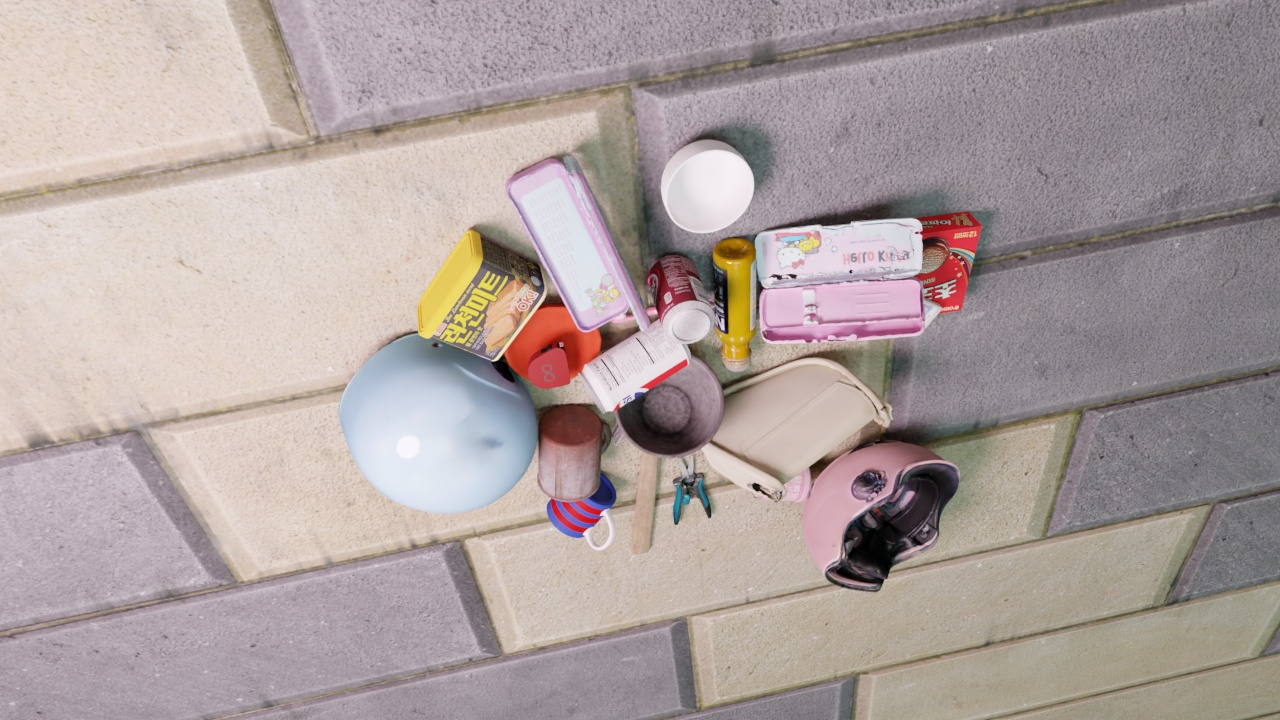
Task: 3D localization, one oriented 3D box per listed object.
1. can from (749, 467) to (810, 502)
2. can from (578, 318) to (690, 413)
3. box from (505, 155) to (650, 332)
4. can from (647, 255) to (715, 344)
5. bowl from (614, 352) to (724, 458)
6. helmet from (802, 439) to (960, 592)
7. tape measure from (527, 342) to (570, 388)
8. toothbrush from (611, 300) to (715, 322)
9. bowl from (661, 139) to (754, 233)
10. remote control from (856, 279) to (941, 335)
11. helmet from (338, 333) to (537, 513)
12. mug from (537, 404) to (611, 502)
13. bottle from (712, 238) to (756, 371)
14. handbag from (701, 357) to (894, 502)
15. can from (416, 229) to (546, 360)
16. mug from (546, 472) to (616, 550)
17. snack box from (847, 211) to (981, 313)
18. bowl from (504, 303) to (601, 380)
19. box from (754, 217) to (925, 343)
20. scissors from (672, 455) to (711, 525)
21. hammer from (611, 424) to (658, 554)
[{"bbox_3d":[0.211,0.180,1.392,0.076,0.067,0.067,5,128,-16],"label":"can"},{"bbox_3d":[-0.007,0.007,1.165,0.132,0.070,0.070,-32,131,-8],"label":"can"},{"bbox_3d":[-0.065,-0.118,1.038,0.090,0.092,0.214,-27,122,-2],"label":"box"},{"bbox_3d":[0.047,-0.075,1.109,0.063,0.114,0.063,-7,130,-8],"label":"can"},{"bbox_3d":[0.036,0.062,1.227,0.145,0.145,0.067,-11,169,-4],"label":"bowl"},{"bbox_3d":[0.355,0.219,1.397,0.230,0.152,0.256,28,106,-43],"label":"helmet"},{"bbox_3d":[-0.117,0.006,1.154,0.051,0.019,0.059,-9,124,-3],"label":"tape measure"},{"bbox_3d":[0.028,-0.064,1.163,0.135,0.021,0.016,-8,126,11],"label":"toothbrush"},{"bbox_3d":[0.073,-0.203,1.048,0.105,0.054,0.105,-8,130,-9],"label":"bowl"},{"bbox_3d":[0.328,-0.072,1.195,0.135,0.011,0.050,18,123,-26],"label":"remote control"},{"bbox_3d":[-0.242,0.102,1.162,0.265,0.166,0.226,26,110,-41],"label":"helmet"},{"bbox_3d":[-0.085,0.120,1.270,0.122,0.096,0.110,-31,146,-36],"label":"mug"},{"bbox_3d":[0.121,-0.066,1.175,0.053,0.053,0.186,-10,131,-5],"label":"bottle"},{"bbox_3d":[0.210,0.104,1.266,0.229,0.184,0.132,-36,133,-7],"label":"handbag"},{"bbox_3d":[-0.187,-0.073,1.086,0.101,0.072,0.131,24,121,-32],"label":"can"},{"bbox_3d":[-0.075,0.220,1.333,0.076,0.112,0.074,-51,157,27],"label":"mug"},{"bbox_3d":[0.351,-0.118,1.195,0.152,0.035,0.133,-8,131,-6],"label":"snack box"},{"bbox_3d":[-0.113,-0.028,1.163,0.122,0.035,0.122,-6,130,-8],"label":"bowl"},{"bbox_3d":[0.247,-0.096,1.140,0.201,0.058,0.155,-3,98,14],"label":"box"},{"bbox_3d":[0.077,0.207,1.415,0.120,0.019,0.151,19,121,-26],"label":"scissors"},{"bbox_3d":[0.011,0.183,1.377,0.119,0.030,0.332,-9,135,-15],"label":"hammer"}]
